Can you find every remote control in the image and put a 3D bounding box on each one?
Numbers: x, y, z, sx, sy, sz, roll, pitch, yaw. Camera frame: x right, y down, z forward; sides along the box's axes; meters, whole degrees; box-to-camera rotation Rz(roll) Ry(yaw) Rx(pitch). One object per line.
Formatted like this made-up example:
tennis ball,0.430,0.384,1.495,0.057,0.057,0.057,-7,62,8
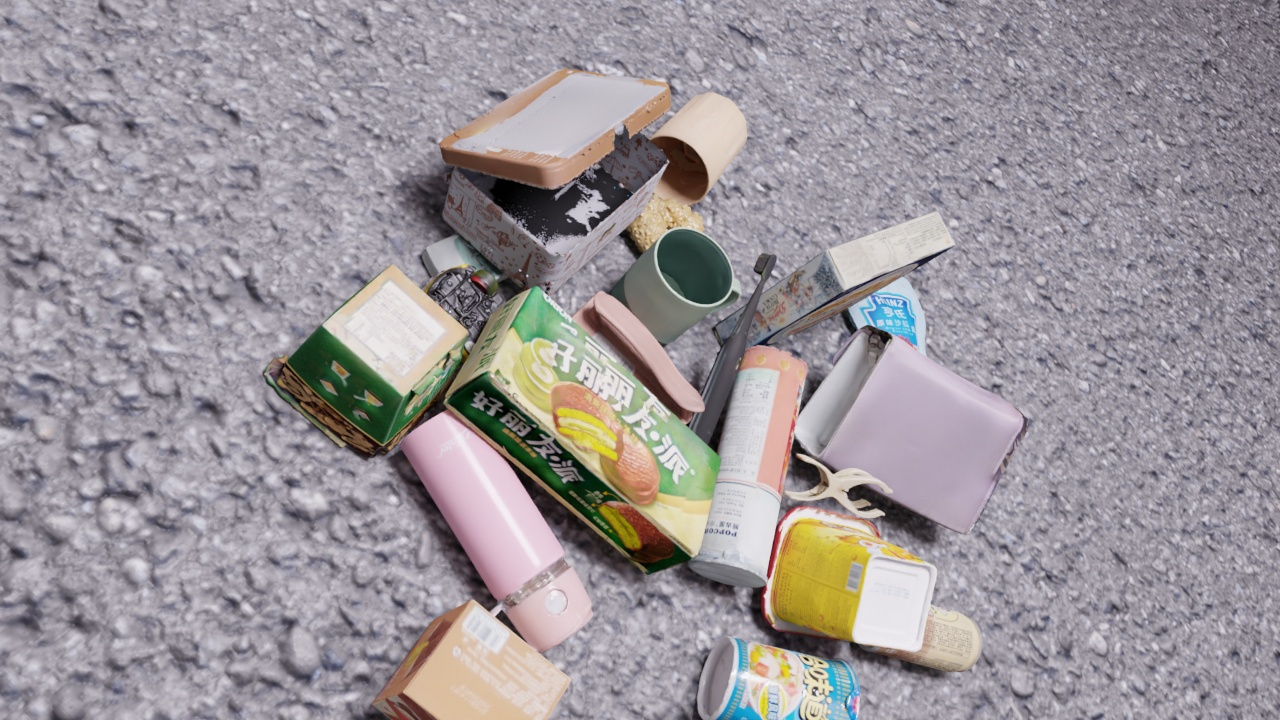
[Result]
remote control,-0.134,-0.102,0.850,0.134,0.019,0.056,-32,86,-37

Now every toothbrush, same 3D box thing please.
toothbrush,0.083,-0.003,0.864,0.026,0.027,0.212,26,85,-52

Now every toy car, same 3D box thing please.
toy car,-0.127,-0.013,0.795,0.156,0.041,0.071,49,54,-17

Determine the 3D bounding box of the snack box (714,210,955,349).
snack box,0.193,-0.075,0.925,0.177,0.183,0.046,-22,82,-36

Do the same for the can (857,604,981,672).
can,0.266,0.262,0.884,0.116,0.059,0.058,20,59,-21

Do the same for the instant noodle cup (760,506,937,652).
instant noodle cup,0.185,0.198,0.809,0.116,0.124,0.116,16,85,-24

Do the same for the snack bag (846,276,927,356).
snack bag,0.288,-0.016,1.045,0.110,0.039,0.190,2,65,-17

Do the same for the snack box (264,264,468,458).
snack box,-0.202,-0.007,0.712,0.117,0.106,0.118,42,53,-6

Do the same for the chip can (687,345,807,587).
chip can,0.102,0.094,0.846,0.071,0.071,0.214,24,64,-18

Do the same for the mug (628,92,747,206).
mug,0.041,-0.236,0.987,0.125,0.084,0.103,26,51,15

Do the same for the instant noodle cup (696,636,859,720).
instant noodle cup,0.111,0.281,0.769,0.110,0.099,0.099,22,58,-10

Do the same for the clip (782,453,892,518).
clip,0.188,0.109,0.857,0.103,0.034,0.076,27,94,-19

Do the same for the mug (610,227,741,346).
mug,0.037,-0.064,0.876,0.111,0.107,0.082,6,64,-28

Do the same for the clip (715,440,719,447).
clip,0.101,0.084,0.902,0.056,0.028,0.024,-15,69,-24

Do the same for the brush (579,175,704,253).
brush,-0.043,-0.169,0.928,0.254,0.046,0.083,27,60,-12

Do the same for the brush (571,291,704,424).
brush,-0.005,0.005,0.842,0.145,0.073,0.063,47,52,-5

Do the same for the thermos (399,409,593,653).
thermos,-0.119,0.137,0.720,0.087,0.067,0.198,-30,85,-22

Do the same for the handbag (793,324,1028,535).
handbag,0.274,0.068,0.931,0.197,0.145,0.098,28,14,-18

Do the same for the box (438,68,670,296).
box,-0.068,-0.184,0.806,0.148,0.158,0.181,41,56,3

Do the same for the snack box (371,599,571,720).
snack box,-0.121,0.235,0.650,0.093,0.095,0.076,41,54,-7

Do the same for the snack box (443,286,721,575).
snack box,-0.039,0.061,0.759,0.240,0.063,0.114,44,39,-20
